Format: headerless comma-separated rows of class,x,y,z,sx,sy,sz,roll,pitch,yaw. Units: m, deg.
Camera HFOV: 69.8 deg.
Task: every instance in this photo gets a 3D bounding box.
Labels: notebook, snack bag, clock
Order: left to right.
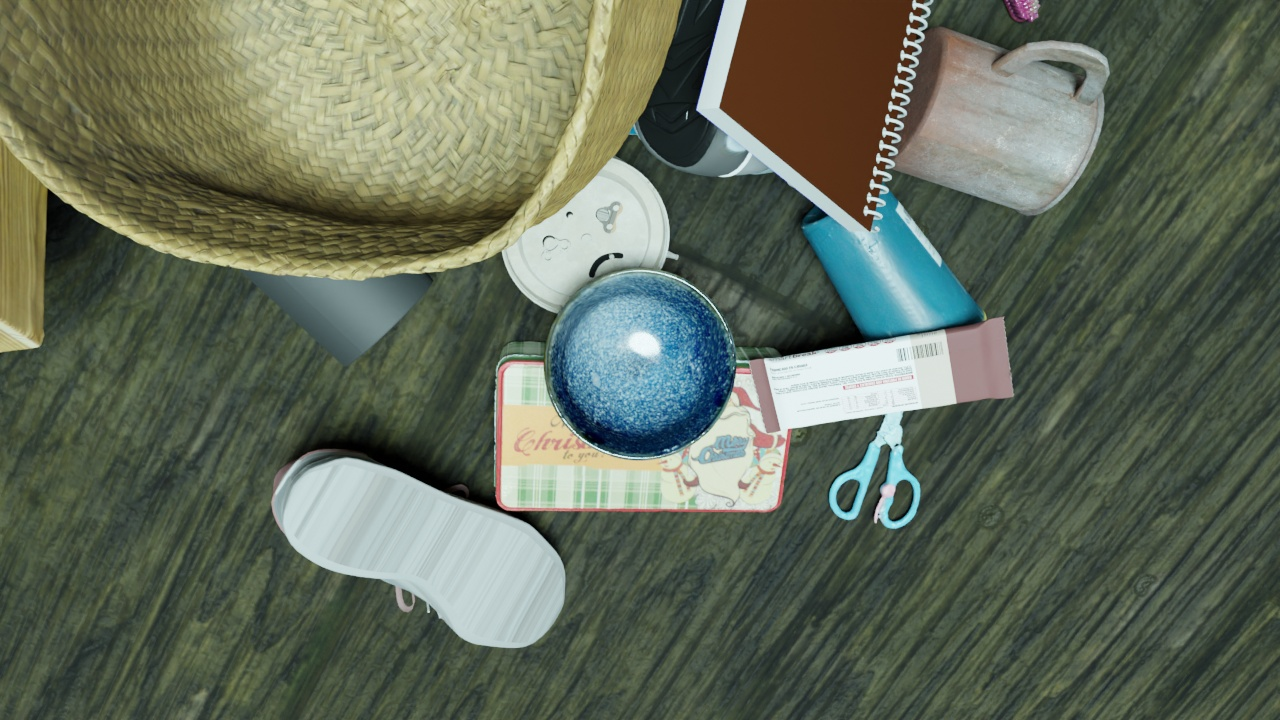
clock,-0.048,-0.101,0.578,0.103,0.061,0.157,-33,116,6
notebook,0.109,-0.195,0.495,0.171,0.022,0.209,22,81,-49
snack bag,0.153,0.011,0.589,0.158,0.013,0.057,-11,111,16

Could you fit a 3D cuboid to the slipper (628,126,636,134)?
slipper,-0.074,-0.239,0.530,0.295,0.060,0.118,40,104,-16

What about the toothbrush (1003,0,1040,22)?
toothbrush,0.197,-0.287,0.550,0.016,0.016,0.190,-32,114,11

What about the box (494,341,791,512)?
box,0.002,0.048,0.640,0.205,0.050,0.118,3,108,-5

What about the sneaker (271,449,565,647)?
sneaker,-0.153,0.125,0.643,0.236,0.089,0.099,40,79,-36

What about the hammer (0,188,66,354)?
hammer,-0.325,-0.122,0.569,0.325,0.015,0.095,-34,108,6

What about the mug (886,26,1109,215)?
mug,0.216,-0.153,0.555,0.110,0.123,0.096,10,65,-11

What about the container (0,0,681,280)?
container,-0.126,-0.197,0.421,0.307,0.196,0.307,4,109,11

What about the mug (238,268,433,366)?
mug,-0.177,-0.067,0.575,0.088,0.078,0.113,47,72,-17

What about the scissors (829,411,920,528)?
scissors,0.175,0.061,0.683,0.076,0.015,0.141,0,103,-4

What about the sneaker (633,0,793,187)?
sneaker,0.078,-0.233,0.525,0.160,0.093,0.257,-5,102,-41

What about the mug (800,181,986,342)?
mug,0.163,-0.058,0.607,0.078,0.078,0.121,-35,104,7

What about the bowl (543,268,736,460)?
bowl,-0.003,0.003,0.568,0.114,0.061,0.114,0,88,-7

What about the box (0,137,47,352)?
box,-0.453,-0.136,0.379,0.336,0.286,0.279,-10,71,-5
